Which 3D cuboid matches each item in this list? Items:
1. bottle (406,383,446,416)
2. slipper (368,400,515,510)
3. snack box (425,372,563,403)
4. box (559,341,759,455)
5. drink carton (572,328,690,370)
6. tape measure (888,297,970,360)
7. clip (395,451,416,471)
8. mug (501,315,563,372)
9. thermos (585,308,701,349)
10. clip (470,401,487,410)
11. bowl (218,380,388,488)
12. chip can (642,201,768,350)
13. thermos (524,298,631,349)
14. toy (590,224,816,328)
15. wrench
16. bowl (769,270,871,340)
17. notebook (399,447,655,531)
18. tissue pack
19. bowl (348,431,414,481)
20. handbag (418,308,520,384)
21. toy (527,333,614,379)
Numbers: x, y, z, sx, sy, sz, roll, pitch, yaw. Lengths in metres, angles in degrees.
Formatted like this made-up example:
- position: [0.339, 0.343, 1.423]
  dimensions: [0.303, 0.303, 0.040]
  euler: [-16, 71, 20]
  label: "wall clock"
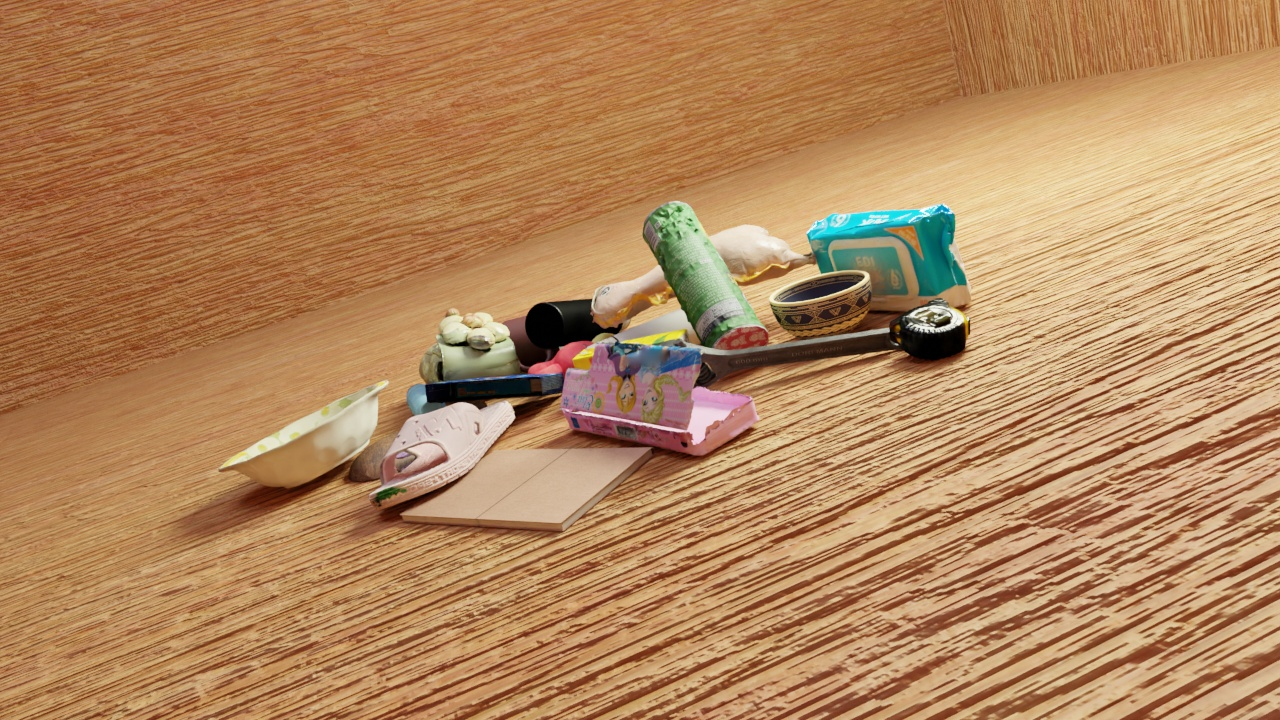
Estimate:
- position: [-0.285, 0.057, 1.214]
  dimensions: [0.040, 0.040, 0.130]
  euler: [-22, 16, -17]
  label: "bottle"
- position: [-0.209, 0.081, 0.980]
  dimensions: [0.094, 0.064, 0.238]
  euler: [-20, 11, 22]
  label: "slipper"
- position: [-0.176, 0.033, 1.120]
  dimensions: [0.150, 0.027, 0.082]
  euler: [-3, 2, 14]
  label: "snack box"
- position: [0.003, 0.024, 0.903]
  dimensions: [0.085, 0.097, 0.231]
  euler: [-26, 18, -31]
  label: "box"
- position: [-0.006, 0.006, 1.054]
  dimensions: [0.135, 0.058, 0.042]
  euler: [-11, 14, 22]
  label: "drink carton"
- position: [0.281, -0.030, 0.885]
  dimensions: [0.067, 0.038, 0.062]
  euler: [-20, 30, -15]
  label: "tape measure"
- position: [-0.252, 0.104, 1.034]
  dimensions: [0.053, 0.036, 0.013]
  euler: [-12, 10, -42]
  label: "clip"
- position: [-0.149, -0.019, 1.301]
  dimensions: [0.083, 0.073, 0.105]
  euler: [-13, 41, 16]
  label: "mug"
- position: [0.032, -0.030, 1.154]
  dimensions: [0.223, 0.052, 0.052]
  euler: [-23, 16, -20]
  label: "thermos"
- position: [-0.208, 0.064, 1.138]
  dimensions: [0.043, 0.025, 0.061]
  euler: [-28, 15, -37]
  label: "clip"
- position: [-0.390, 0.100, 1.102]
  dimensions: [0.219, 0.060, 0.188]
  euler: [-27, 11, -5]
  label: "bowl"
- position: [0.070, -0.092, 1.069]
  dimensions: [0.075, 0.075, 0.223]
  euler: [-19, 52, -8]
  label: "chip can"
- position: [-0.074, -0.056, 1.291]
  dimensions: [0.061, 0.061, 0.230]
  euler: [-9, 2, 27]
  label: "thermos"
- position: [0.068, -0.102, 1.155]
  dimensions: [0.264, 0.065, 0.196]
  euler: [-26, 26, -15]
  label: "toy"
- position: [0.138, -0.006, 0.948]
  dimensions: [0.273, 0.073, 0.018]
  euler: [-8, 39, 10]
  label: "wrench"
- position: [0.207, -0.054, 1.030]
  dimensions: [0.112, 0.061, 0.112]
  euler: [-16, 15, 4]
  label: "bowl"
- position: [-0.108, 0.117, 0.863]
  dimensions: [0.210, 0.008, 0.141]
  euler: [-5, 19, 38]
  label: "notebook"
- position: [0.287, -0.115, 1.060]
  dimensions: [0.065, 0.117, 0.210]
  euler: [-31, 20, -27]
  label: "tissue pack"
- position: [-0.293, 0.104, 1.077]
  dimensions: [0.102, 0.026, 0.114]
  euler: [-8, 17, 29]
  label: "bowl"
- position: [-0.244, -0.013, 1.260]
  dimensions: [0.113, 0.117, 0.187]
  euler: [-4, 5, -25]
  label: "handbag"
- position: [-0.080, -0.001, 1.187]
  dimensions: [0.135, 0.045, 0.092]
  euler: [-22, 12, -11]
  label: "toy"
